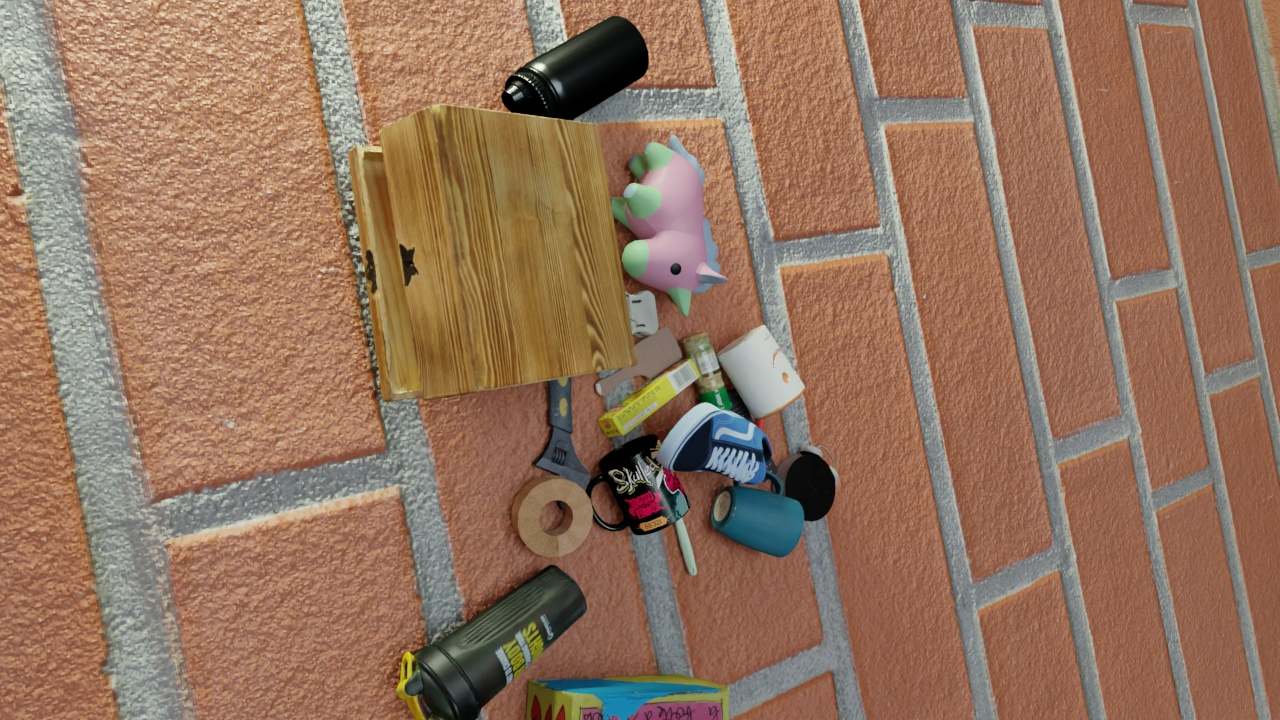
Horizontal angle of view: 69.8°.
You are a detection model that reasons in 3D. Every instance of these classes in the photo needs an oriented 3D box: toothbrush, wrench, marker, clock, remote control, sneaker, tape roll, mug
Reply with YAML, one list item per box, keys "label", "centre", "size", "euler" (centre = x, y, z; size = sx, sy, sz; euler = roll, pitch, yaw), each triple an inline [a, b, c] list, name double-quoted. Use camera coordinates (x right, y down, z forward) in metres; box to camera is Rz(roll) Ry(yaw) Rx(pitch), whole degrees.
- label: "toothbrush"
  centre: [0.050, 0.209, 1.208]
  size: [0.022, 0.015, 0.155]
  euler: [-16, 93, 2]
- label: "wrench"
  centre: [-0.098, 0.047, 1.130]
  size: [0.073, 0.022, 0.273]
  euler: [2, 84, -31]
- label: "marker"
  centre: [0.178, 0.034, 1.312]
  size: [0.012, 0.013, 0.142]
  euler: [17, 75, -30]
- label: "clock"
  centre: [0.240, 0.175, 1.321]
  size: [0.122, 0.035, 0.094]
  euler: [-47, 109, -28]
- label: "remote control"
  centre: [0.150, 0.105, 1.284]
  size: [0.032, 0.015, 0.136]
  euler: [-31, 98, -31]
- label: "sneaker"
  centre: [0.109, 0.111, 1.145]
  size: [0.083, 0.098, 0.240]
  euler: [-60, 156, 13]
- label: "tape roll"
  centre: [-0.105, 0.185, 1.094]
  size: [0.094, 0.027, 0.094]
  euler: [-2, 94, -23]
- label: "mug"
  centre: [0.164, 0.017, 1.256]
  size: [0.082, 0.082, 0.105]
  euler: [-35, 94, -30]
- label: "mug"
  centre: [0.155, 0.199, 1.241]
  size: [0.104, 0.085, 0.112]
  euler: [20, 61, -20]
- label: "mug"
  centre: [-0.011, 0.163, 1.146]
  size: [0.118, 0.082, 0.098]
  euler: [-27, 100, -4]

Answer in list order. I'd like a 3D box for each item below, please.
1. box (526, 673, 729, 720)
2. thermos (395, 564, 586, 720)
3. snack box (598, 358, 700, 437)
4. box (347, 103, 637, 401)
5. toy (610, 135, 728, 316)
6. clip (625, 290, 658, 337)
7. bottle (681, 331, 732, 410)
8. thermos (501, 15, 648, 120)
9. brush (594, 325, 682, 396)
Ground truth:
- label: "box"
  centre: [-0.016, 0.418, 1.081]
  size: [0.220, 0.125, 0.079]
  euler: [8, 77, -33]
- label: "thermos"
  centre: [-0.163, 0.317, 1.020]
  size: [0.220, 0.098, 0.098]
  euler: [-33, 102, -34]
- label: "snack box"
  centre: [0.013, 0.048, 1.189]
  size: [0.147, 0.040, 0.029]
  euler: [-36, 102, -30]
- label: "box"
  centre: [-0.154, -0.108, 0.993]
  size: [0.250, 0.193, 0.279]
  euler: [-9, 89, -47]
- label: "toy"
  centre: [0.046, -0.182, 1.203]
  size: [0.171, 0.120, 0.221]
  euler: [32, 64, -20]
- label: "clip"
  centre: [-0.048, -0.056, 1.160]
  size: [0.151, 0.101, 0.126]
  euler: [-6, 90, -64]
- label: "bottle"
  centre: [0.088, 0.018, 1.239]
  size: [0.043, 0.043, 0.111]
  euler: [-20, 94, -32]
- label: "thermos"
  centre: [-0.087, -0.351, 1.146]
  size: [0.198, 0.086, 0.086]
  euler: [-40, 105, -29]
- label: "brush"
  centre: [-0.007, 0.007, 1.200]
  size: [0.135, 0.015, 0.050]
  euler: [-33, 102, -25]
